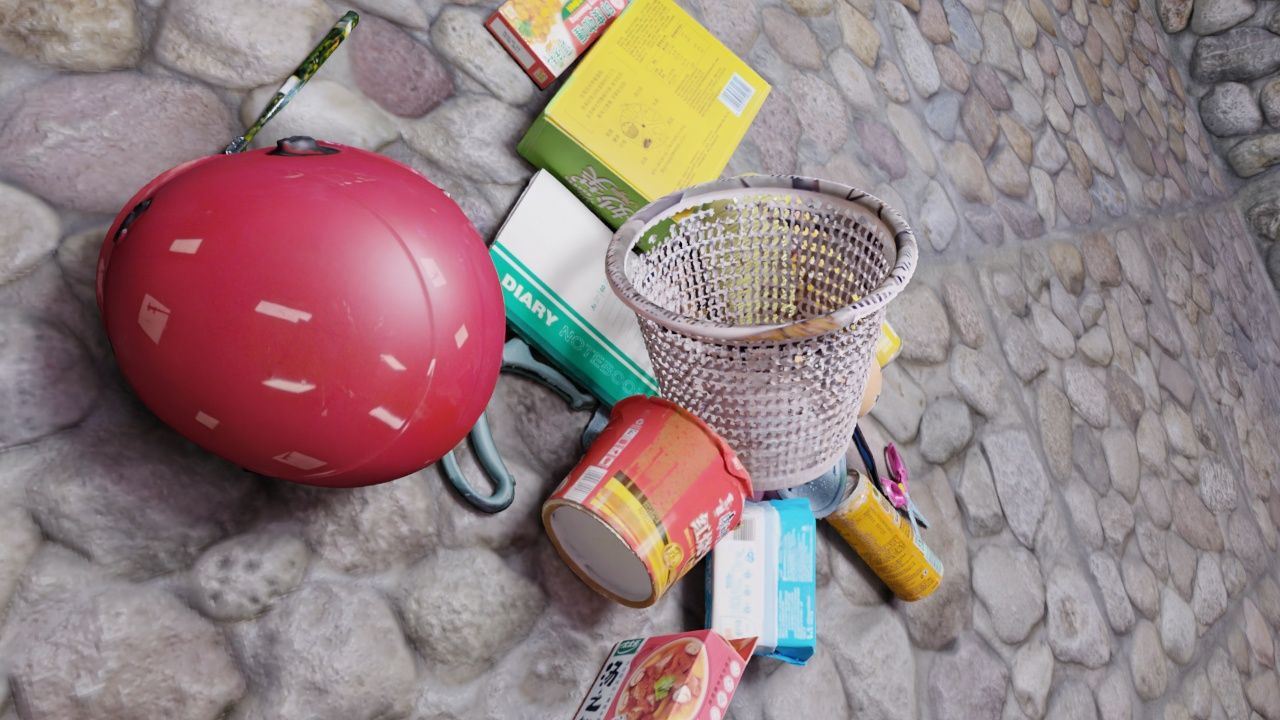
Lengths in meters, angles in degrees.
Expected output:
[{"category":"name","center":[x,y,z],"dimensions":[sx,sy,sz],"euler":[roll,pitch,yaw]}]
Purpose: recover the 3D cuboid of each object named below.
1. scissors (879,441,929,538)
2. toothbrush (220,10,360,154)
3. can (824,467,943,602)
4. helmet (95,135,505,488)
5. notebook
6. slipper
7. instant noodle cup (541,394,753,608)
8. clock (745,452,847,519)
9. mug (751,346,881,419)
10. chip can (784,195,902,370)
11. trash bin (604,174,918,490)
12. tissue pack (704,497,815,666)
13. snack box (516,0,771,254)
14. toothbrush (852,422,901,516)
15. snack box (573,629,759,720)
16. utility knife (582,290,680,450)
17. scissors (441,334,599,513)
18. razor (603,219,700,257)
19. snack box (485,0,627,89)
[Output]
[{"category":"scissors","center":[0.285,0.146,0.987],"dimensions":[0.133,0.017,0.135],"euler":[42,34,-41]},{"category":"toothbrush","center":[-0.253,-0.204,0.673],"dimensions":[0.012,0.017,0.185],"euler":[34,53,-17]},{"category":"can","center":[0.240,0.176,0.920],"dimensions":[0.146,0.058,0.058],"euler":[47,49,-17]},{"category":"helmet","center":[-0.187,-0.021,0.525],"dimensions":[0.239,0.144,0.207],"euler":[9,99,-22]},{"category":"notebook","center":[-0.038,-0.047,0.782],"dimensions":[0.209,0.012,0.150],"euler":[41,50,-22]},{"category":"slipper","center":[0.094,-0.095,0.875],"dimensions":[0.091,0.081,0.191],"euler":[-30,130,-12]},{"category":"instant noodle cup","center":[-0.002,0.111,0.696],"dimensions":[0.108,0.138,0.138],"euler":[-43,103,-33]},{"category":"clock","center":[0.120,0.089,0.851],"dimensions":[0.158,0.060,0.117],"euler":[22,61,-35]},{"category":"mug","center":[0.171,0.013,0.909],"dimensions":[0.122,0.078,0.078],"euler":[13,65,-38]},{"category":"chip can","center":[0.191,-0.081,0.970],"dimensions":[0.213,0.072,0.071],"euler":[50,48,-14]},{"category":"trash bin","center":[0.096,-0.013,0.730],"dimensions":[0.226,0.228,0.192],"euler":[-49,143,-41]},{"category":"tissue pack","center":[0.100,0.183,0.773],"dimensions":[0.090,0.063,0.140],"euler":[3,73,-4]},{"category":"snack box","center":[0.008,-0.223,0.840],"dimensions":[0.157,0.070,0.209],"euler":[37,59,-12]},{"category":"toothbrush","center":[0.237,0.088,0.984],"dimensions":[0.016,0.014,0.189],"euler":[-23,88,-44]},{"category":"snack box","center":[0.012,0.241,0.660],"dimensions":[0.044,0.113,0.126],"euler":[48,48,-14]},{"category":"utility knife","center":[-0.005,0.005,0.811],"dimensions":[0.031,0.022,0.212],"euler":[43,55,-15]},{"category":"scissors","center":[-0.103,0.039,0.707],"dimensions":[0.170,0.019,0.178],"euler":[22,61,-35]},{"category":"razor","center":[0.027,-0.111,0.875],"dimensions":[0.142,0.022,0.042],"euler":[6,71,-39]},{"category":"snack box","center":[-0.075,-0.328,0.868],"dimensions":[0.077,0.027,0.155],"euler":[47,49,-18]}]
